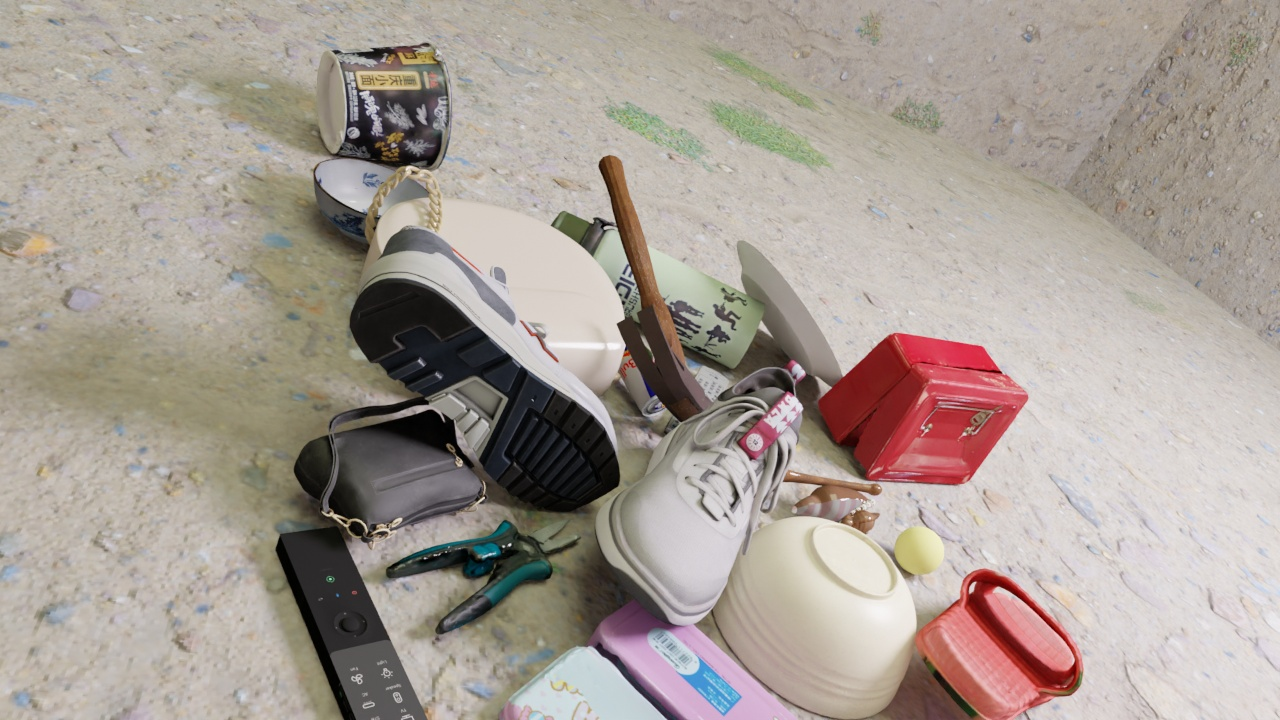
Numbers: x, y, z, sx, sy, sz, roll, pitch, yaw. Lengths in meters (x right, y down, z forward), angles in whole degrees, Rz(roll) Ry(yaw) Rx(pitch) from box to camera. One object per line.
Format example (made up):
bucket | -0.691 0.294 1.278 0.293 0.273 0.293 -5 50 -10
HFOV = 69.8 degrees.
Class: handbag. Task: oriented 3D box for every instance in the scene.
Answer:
handbag | -0.120 -0.059 0.769 0.210 0.104 0.208 1 41 -37
handbag | -0.151 0.072 0.574 0.079 0.054 0.128 44 27 19

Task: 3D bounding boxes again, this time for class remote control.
remote control | 0.054 0.041 0.843 0.033 0.013 0.136 29 28 4
remote control | -0.154 0.147 0.486 0.034 0.013 0.150 -1 39 -42

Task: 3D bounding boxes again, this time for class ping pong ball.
ping pong ball | 0.234 0.159 0.769 0.040 0.040 0.040 21 29 -12

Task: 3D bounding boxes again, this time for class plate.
plate | 0.149 -0.042 0.962 0.188 0.016 0.188 56 -2 2

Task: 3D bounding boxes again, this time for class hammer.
hammer | 0.001 -0.081 0.837 0.115 0.033 0.322 48 20 -47

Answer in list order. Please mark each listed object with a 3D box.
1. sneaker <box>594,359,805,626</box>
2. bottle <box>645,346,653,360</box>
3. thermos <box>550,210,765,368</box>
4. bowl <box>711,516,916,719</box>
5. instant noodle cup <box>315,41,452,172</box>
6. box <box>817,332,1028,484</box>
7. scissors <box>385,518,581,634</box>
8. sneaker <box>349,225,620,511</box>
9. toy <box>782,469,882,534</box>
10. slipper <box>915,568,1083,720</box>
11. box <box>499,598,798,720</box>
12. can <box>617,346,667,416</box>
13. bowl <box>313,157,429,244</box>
sneaker | 0.055 0.078 0.624 0.097 0.129 0.262 42 23 0
bottle | -0.007 -0.007 0.861 0.025 0.025 0.106 -9 44 -48
thermos | 0.009 -0.078 0.933 0.231 0.082 0.082 26 28 -1
bowl | 0.132 0.163 0.640 0.150 0.075 0.150 21 28 -12
instant noodle cup | -0.278 -0.273 0.977 0.112 0.138 0.137 -7 42 -32
box | 0.279 0.042 0.914 0.157 0.134 0.110 9 36 -33
scissors | -0.093 0.125 0.571 0.148 0.019 0.123 17 29 -22
sneaker | -0.095 -0.005 0.618 0.240 0.089 0.124 50 16 -41
toy | 0.155 0.119 0.768 0.101 0.042 0.054 10 70 -11
slipper | 0.273 0.201 0.668 0.248 0.059 0.103 12 33 -54
box | 0.040 0.229 0.501 0.214 0.035 0.150 38 34 21
can | -0.005 0.005 0.819 0.032 0.032 0.095 0 48 -41
bowl | -0.251 -0.140 0.854 0.114 0.045 0.114 21 29 -12
